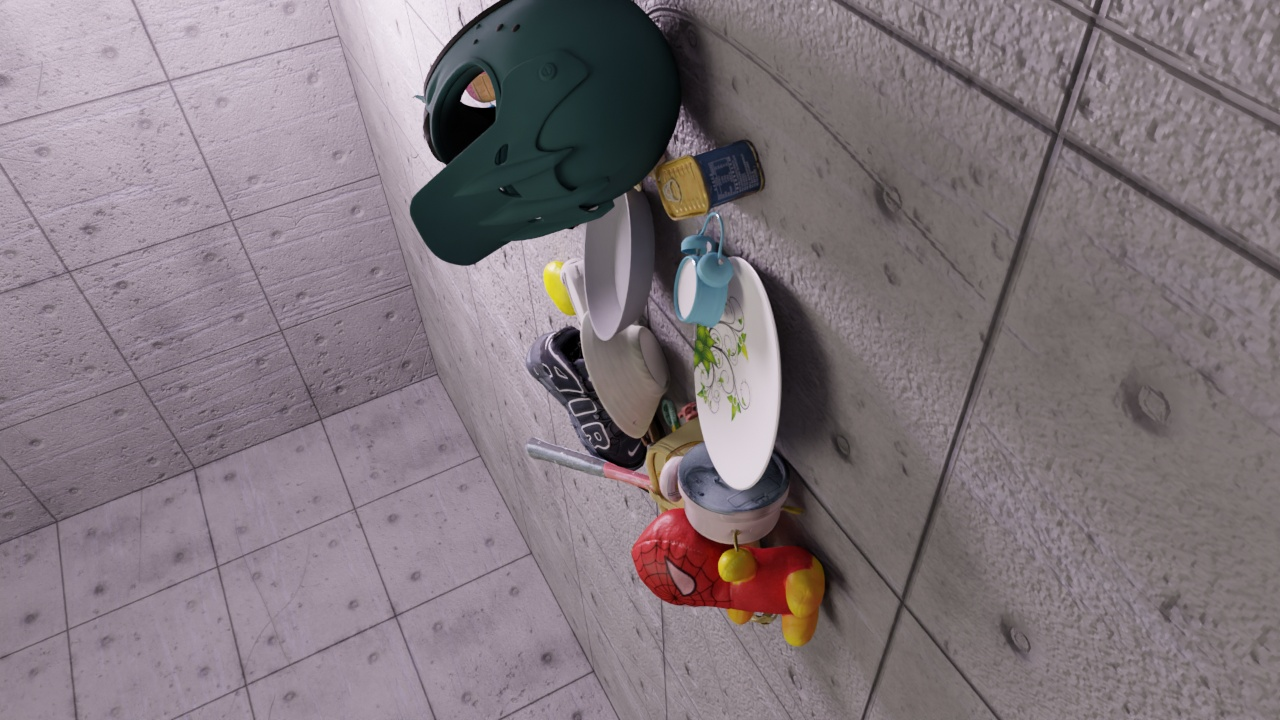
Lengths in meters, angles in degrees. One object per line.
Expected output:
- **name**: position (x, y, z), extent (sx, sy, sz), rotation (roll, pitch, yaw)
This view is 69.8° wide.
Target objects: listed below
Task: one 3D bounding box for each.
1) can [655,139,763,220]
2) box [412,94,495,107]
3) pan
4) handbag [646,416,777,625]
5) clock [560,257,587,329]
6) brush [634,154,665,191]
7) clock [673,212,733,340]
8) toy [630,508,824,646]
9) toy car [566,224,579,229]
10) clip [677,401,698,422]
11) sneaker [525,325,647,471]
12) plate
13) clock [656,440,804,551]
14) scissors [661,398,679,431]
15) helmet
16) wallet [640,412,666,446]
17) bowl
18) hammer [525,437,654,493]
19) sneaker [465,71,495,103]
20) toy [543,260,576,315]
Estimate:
- **can**: position (0.060, -0.162, 0.825), extent (0.100, 0.059, 0.054), rotation (11, 121, 69)
- **box**: position (-0.199, -0.309, 1.272), extent (0.171, 0.070, 0.243), rotation (41, -176, 1)
- **pan**: position (-0.050, -0.177, 1.123), extent (0.356, 0.050, 0.201), rotation (-108, 25, -44)
- **handbag**: position (0.092, 0.199, 1.128), extent (0.191, 0.088, 0.233), rotation (38, 146, 51)
- **clock**: position (-0.068, -0.093, 1.290), extent (0.159, 0.061, 0.120), rotation (169, 80, -81)
- **brush**: position (-0.017, -0.227, 0.996), extent (0.117, 0.049, 0.039), rotation (51, 179, 39)
- **clock**: position (0.066, -0.088, 0.913), extent (0.087, 0.042, 0.123), rotation (-116, 33, -56)
- **toy**: position (0.095, 0.234, 1.013), extent (0.216, 0.098, 0.148), rotation (16, 137, 16)
- **toy car**: position (-0.100, -0.226, 1.259), extent (0.042, 0.036, 0.092), rotation (-160, 60, -65)
- **clip**: position (0.060, 0.066, 1.169), extent (0.044, 0.023, 0.060), rotation (52, 163, 36)
- **sneaker**: position (-0.060, 0.045, 1.354), extent (0.252, 0.097, 0.151), rotation (52, 154, 5)
- **plate**: position (0.104, 0.012, 0.909), extent (0.230, 0.030, 0.229), rotation (177, 91, -75)
- **clock**: position (0.087, 0.131, 0.988), extent (0.158, 0.116, 0.059), rotation (37, 141, 42)
- **scissors**: position (0.053, 0.105, 1.247), extent (0.130, 0.011, 0.126), rotation (67, 161, 3)
- **helmet**: position (-0.091, -0.216, 0.855), extent (0.176, 0.275, 0.200), rotation (45, -160, -58)
- **wallet**: position (-0.001, 0.058, 1.275), extent (0.121, 0.027, 0.098), rotation (65, -169, 3)
- **bowl**: position (-0.007, 0.007, 1.165), extent (0.177, 0.058, 0.176), rotation (53, -156, -37)
- **hammer**: position (-0.045, 0.169, 1.352), extent (0.327, 0.036, 0.140), rotation (12, 135, 38)
- **sneaker**: position (-0.131, -0.380, 1.116), extent (0.242, 0.090, 0.116), rotation (6, 125, 49)
- **toy**: position (-0.123, -0.113, 1.453), extent (0.094, 0.041, 0.096), rotation (56, 159, 18)
